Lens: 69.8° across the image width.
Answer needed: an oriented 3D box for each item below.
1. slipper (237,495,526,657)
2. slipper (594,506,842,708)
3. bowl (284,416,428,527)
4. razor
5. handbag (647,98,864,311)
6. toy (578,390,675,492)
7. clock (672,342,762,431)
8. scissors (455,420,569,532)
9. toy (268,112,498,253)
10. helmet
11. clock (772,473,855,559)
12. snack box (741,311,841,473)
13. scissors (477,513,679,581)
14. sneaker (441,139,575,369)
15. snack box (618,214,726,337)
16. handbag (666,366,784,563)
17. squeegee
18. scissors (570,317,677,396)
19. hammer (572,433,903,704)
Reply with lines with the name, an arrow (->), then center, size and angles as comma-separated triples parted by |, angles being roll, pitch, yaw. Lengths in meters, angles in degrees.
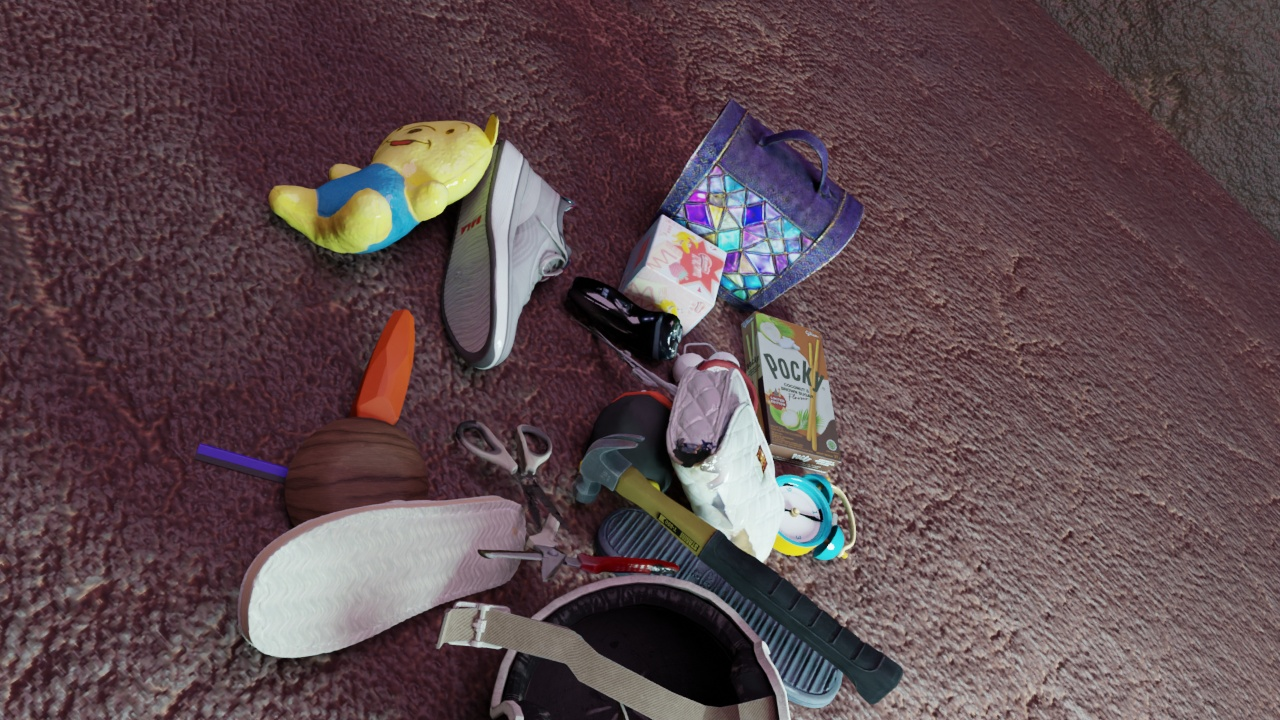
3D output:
slipper -> -0.197, 0.163, 0.730 | 0.262, 0.052, 0.115 | -4, 102, -52
slipper -> 0.067, 0.239, 0.872 | 0.264, 0.083, 0.101 | 32, 45, 16
bowl -> -0.229, 0.106, 0.760 | 0.119, 0.032, 0.119 | 4, 82, -30
razor -> -0.014, -0.051, 1.018 | 0.140, 0.064, 0.052 | 31, 47, -13
handbag -> 0.142, -0.190, 1.108 | 0.205, 0.223, 0.125 | 37, 46, -8
toy -> 0.006, 0.078, 0.926 | 0.098, 0.100, 0.119 | 17, 16, 27
clock -> 0.084, 0.034, 1.039 | 0.087, 0.044, 0.124 | -3, 63, -34
scissors -> -0.104, 0.099, 0.845 | 0.163, 0.013, 0.153 | 28, 23, 17
toy -> -0.241, -0.178, 0.922 | 0.149, 0.084, 0.213 | 14, 43, 29
helmet -> -0.007, 0.271, 0.675 | 0.233, 0.254, 0.233 | -10, 80, -10
clock -> 0.179, 0.170, 1.011 | 0.129, 0.044, 0.099 | 7, 56, -21
snack box -> 0.180, 0.036, 1.108 | 0.101, 0.032, 0.185 | 16, 53, -24
scissors -> -0.061, 0.161, 0.788 | 0.199, 0.179, 0.015 | 14, 94, -31
sneaker -> -0.128, -0.099, 0.963 | 0.128, 0.097, 0.262 | 25, 54, -35
snack box -> 0.036, -0.098, 1.073 | 0.094, 0.080, 0.092 | 30, 48, -14
handbag -> 0.088, 0.106, 0.903 | 0.195, 0.073, 0.138 | 64, 31, -43
squeegee -> -0.234, 0.035, 0.820 | 0.249, 0.055, 0.184 | 20, 59, -21
scissors -> -0.002, 0.005, 0.982 | 0.165, 0.014, 0.141 | 31, 9, -27
hammer -> 0.081, 0.179, 0.810 | 0.333, 0.118, 0.025 | 36, 48, 14
